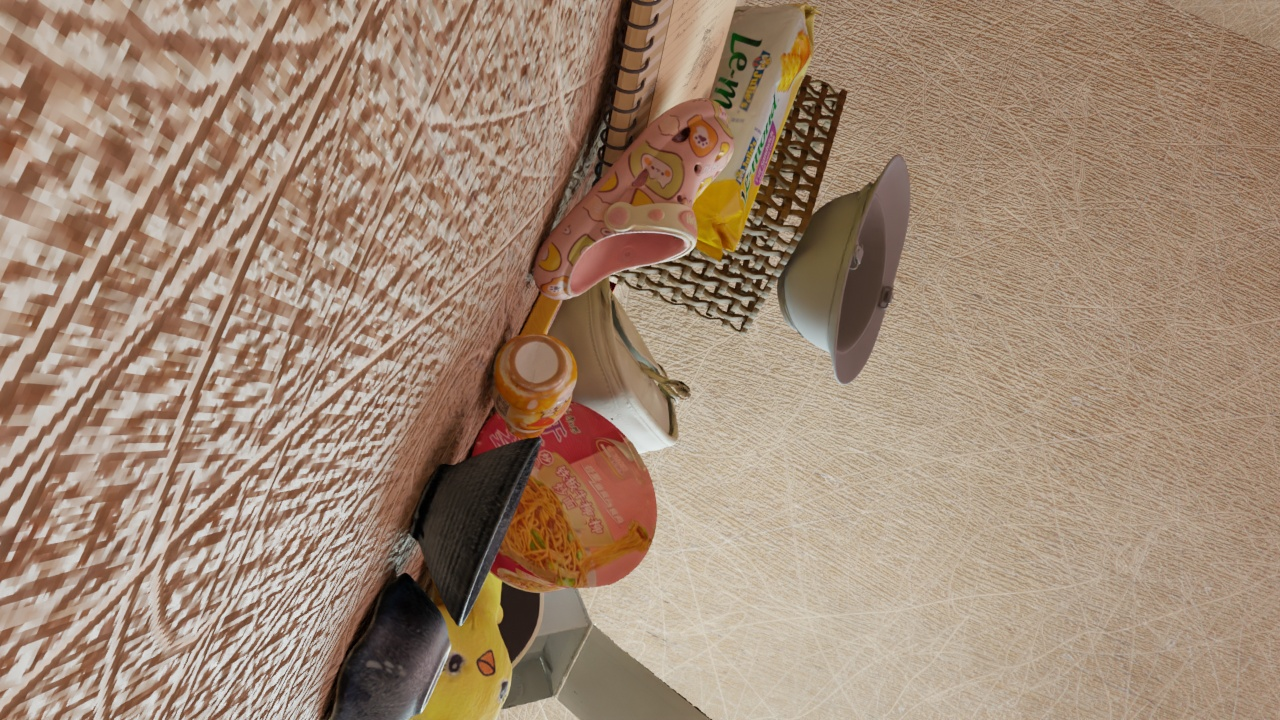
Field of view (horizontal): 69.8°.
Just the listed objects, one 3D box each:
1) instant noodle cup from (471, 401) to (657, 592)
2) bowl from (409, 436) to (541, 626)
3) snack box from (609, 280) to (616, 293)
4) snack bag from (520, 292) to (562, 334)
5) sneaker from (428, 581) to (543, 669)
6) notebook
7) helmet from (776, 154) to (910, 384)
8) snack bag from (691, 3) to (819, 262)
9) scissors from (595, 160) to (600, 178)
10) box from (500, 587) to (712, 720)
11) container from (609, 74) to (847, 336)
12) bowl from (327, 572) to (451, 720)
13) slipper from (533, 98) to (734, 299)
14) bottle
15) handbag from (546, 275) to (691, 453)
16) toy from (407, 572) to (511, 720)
[{"bbox_3d":[-0.080,0.127,0.807,0.078,0.178,0.178,-45,-163,44],"label":"instant noodle cup"},{"bbox_3d":[-0.120,0.105,0.626,0.137,0.057,0.137,-171,-76,-89],"label":"bowl"},{"bbox_3d":[-0.086,-0.024,1.255,0.132,0.036,0.152,-69,-179,-65],"label":"snack box"},{"bbox_3d":[-0.084,-0.036,0.784,0.026,0.020,0.099,116,-3,-60],"label":"snack bag"},{"bbox_3d":[-0.149,0.195,0.933,0.117,0.111,0.293,-31,-148,54],"label":"sneaker"},{"bbox_3d":[0.024,-0.227,0.703,0.167,0.024,0.226,-51,167,-33],"label":"notebook"},{"bbox_3d":[0.222,-0.113,1.073,0.183,0.118,0.271,27,78,-60],"label":"helmet"},{"bbox_3d":[0.063,-0.223,0.872,0.068,0.160,0.247,24,87,-51],"label":"snack bag"},{"bbox_3d":[-0.039,-0.123,0.810,0.135,0.015,0.129,131,-36,-86],"label":"scissors"},{"bbox_3d":[-0.078,0.365,0.975,0.164,0.330,0.168,-48,165,-49],"label":"box"},{"bbox_3d":[0.092,-0.220,1.132,0.220,0.214,0.250,113,-1,-54],"label":"container"},{"bbox_3d":[-0.162,0.203,0.616,0.110,0.055,0.110,-166,-81,-89],"label":"bowl"},{"bbox_3d":[0.008,-0.107,0.697,0.197,0.081,0.093,-45,164,-5],"label":"slipper"},{"bbox_3d":[-0.085,0.025,0.712,0.109,0.063,0.063,112,0,-61],"label":"bottle"},{"bbox_3d":[-0.006,0.005,0.939,0.229,0.132,0.183,65,19,-46],"label":"handbag"},{"bbox_3d":[-0.159,0.236,0.777,0.134,0.092,0.207,57,38,-45],"label":"toy"}]
